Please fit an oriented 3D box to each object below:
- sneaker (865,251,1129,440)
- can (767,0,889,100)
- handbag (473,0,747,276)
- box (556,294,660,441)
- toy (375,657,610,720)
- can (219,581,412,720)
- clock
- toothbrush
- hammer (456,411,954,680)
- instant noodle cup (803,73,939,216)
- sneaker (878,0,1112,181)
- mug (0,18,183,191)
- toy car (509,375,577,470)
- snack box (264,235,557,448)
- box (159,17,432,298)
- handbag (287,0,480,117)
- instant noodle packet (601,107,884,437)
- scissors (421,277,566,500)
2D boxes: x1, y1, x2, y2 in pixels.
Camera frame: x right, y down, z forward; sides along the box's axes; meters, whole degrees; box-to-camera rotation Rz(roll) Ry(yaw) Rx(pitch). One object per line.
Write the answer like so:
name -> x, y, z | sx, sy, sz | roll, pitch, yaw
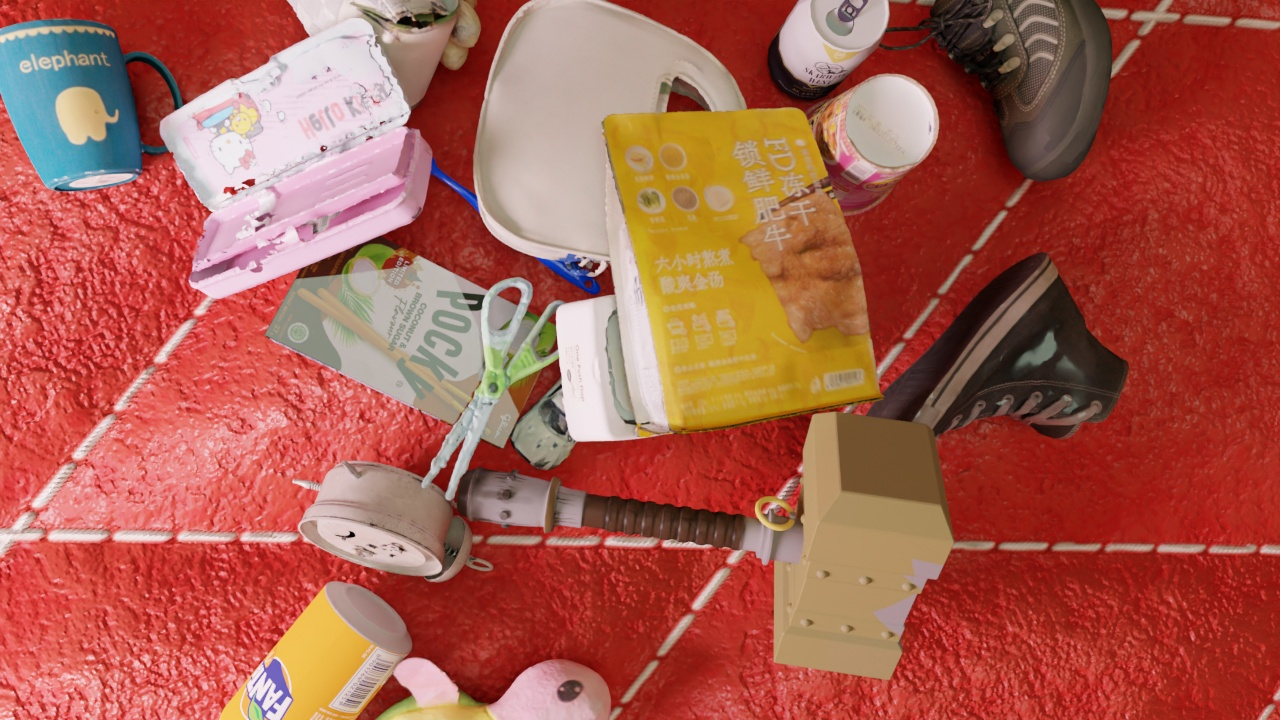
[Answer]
sneaker -> 0.268, 0.038, 0.715 | 0.234, 0.095, 0.120 | -45, 94, -11
can -> 0.139, -0.240, 0.680 | 0.064, 0.127, 0.064 | 0, 90, -6
handbag -> -0.018, -0.161, 0.684 | 0.199, 0.093, 0.200 | 14, 87, -10
box -> 0.001, 0.004, 0.671 | 0.102, 0.076, 0.107 | -7, 92, -32
toy -> -0.129, 0.303, 0.676 | 0.238, 0.088, 0.190 | -35, 88, -7
can -> -0.239, 0.238, 0.669 | 0.079, 0.079, 0.142 | 39, 87, -4
clock -> -0.172, 0.121, 0.676 | 0.157, 0.104, 0.061 | 34, 54, -31
toothbrush -> -0.106, -0.107, 0.716 | 0.182, 0.018, 0.016 | 36, 82, -7
hammer -> 0.031, 0.118, 0.657 | 0.325, 0.100, 0.191 | 8, 130, 2
instant noodle cup -> 0.171, -0.166, 0.693 | 0.097, 0.108, 0.097 | 0, 90, -6
sneaker -> 0.267, -0.255, 0.704 | 0.143, 0.101, 0.238 | -7, 86, -10
mug -> -0.391, -0.181, 0.661 | 0.112, 0.085, 0.104 | -17, 99, -34
toy car -> -0.054, 0.039, 0.711 | 0.048, 0.033, 0.105 | 44, 87, -6
snack box -> -0.165, -0.020, 0.683 | 0.186, 0.032, 0.101 | 27, 79, -11
box -> -0.240, -0.132, 0.644 | 0.202, 0.073, 0.149 | -16, 80, 23
handbag -> -0.191, -0.281, 0.660 | 0.123, 0.113, 0.171 | -33, 85, -31
instant noodle packet -> 0.064, -0.067, 0.641 | 0.162, 0.084, 0.221 | -8, 87, -20
scissors -> -0.101, 0.025, 0.663 | 0.078, 0.033, 0.175 | 26, 76, -15
